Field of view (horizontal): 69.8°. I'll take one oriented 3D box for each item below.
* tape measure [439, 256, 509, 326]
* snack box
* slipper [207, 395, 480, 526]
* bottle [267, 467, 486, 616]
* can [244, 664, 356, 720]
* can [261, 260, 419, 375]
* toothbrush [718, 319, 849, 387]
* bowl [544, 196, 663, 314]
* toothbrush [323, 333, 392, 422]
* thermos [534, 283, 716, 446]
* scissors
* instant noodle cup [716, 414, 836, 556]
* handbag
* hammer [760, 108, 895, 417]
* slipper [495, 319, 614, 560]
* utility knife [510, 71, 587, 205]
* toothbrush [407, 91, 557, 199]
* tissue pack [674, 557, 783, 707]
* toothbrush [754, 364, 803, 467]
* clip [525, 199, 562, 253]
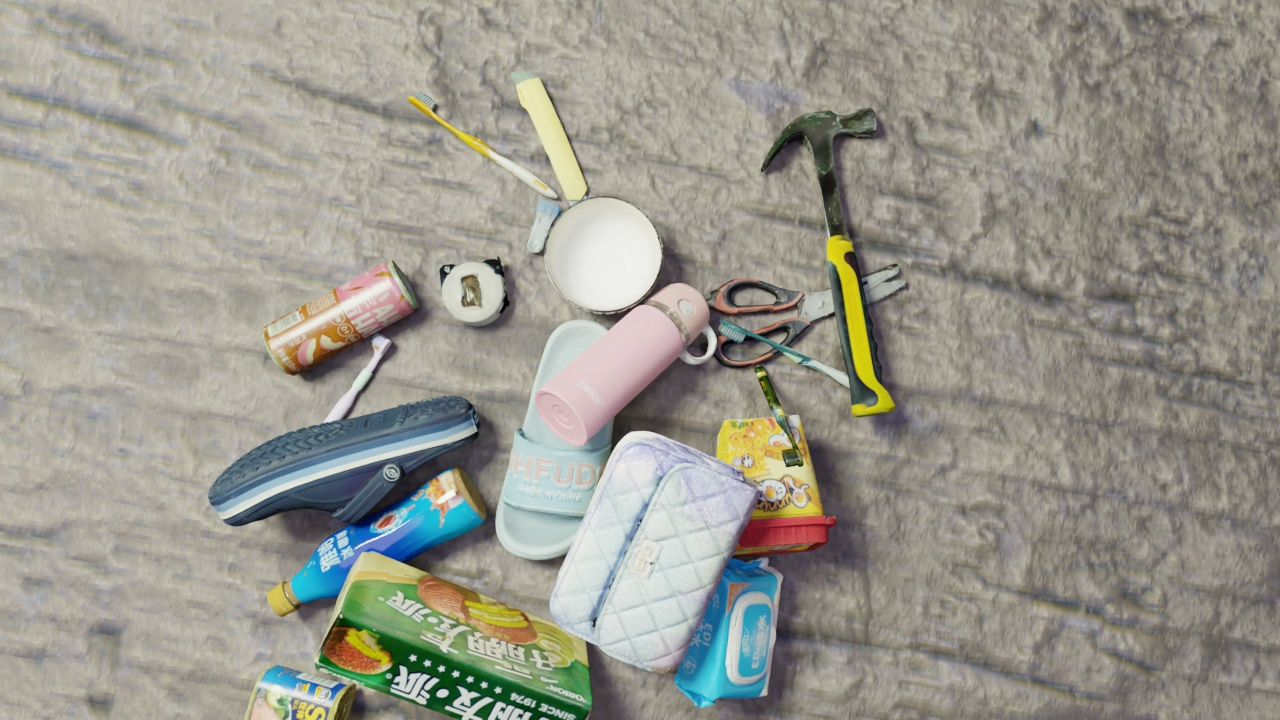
[{"bbox_3d":[-0.169,-0.069,0.939,0.066,0.033,0.066,-10,84,-1],"label":"tape measure"},{"bbox_3d":[-0.163,0.265,0.836,0.240,0.114,0.063,26,101,-12],"label":"snack box"},{"bbox_3d":[-0.275,0.105,0.884,0.252,0.105,0.095,-18,103,-15],"label":"slipper"},{"bbox_3d":[-0.259,0.183,0.896,0.218,0.065,0.065,-30,86,-4],"label":"bottle"},{"bbox_3d":[-0.332,0.353,0.883,0.083,0.057,0.102,15,84,2],"label":"can"},{"bbox_3d":[-0.300,-0.042,0.921,0.147,0.058,0.058,-29,86,-4],"label":"can"},{"bbox_3d":[0.165,0.002,0.939,0.191,0.016,0.018,24,99,-7],"label":"toothbrush"},{"bbox_3d":[-0.037,-0.102,0.928,0.116,0.066,0.116,0,86,-2],"label":"bowl"},{"bbox_3d":[-0.312,0.055,0.931,0.021,0.029,0.189,36,84,-36],"label":"toothbrush"},{"bbox_3d":[-0.005,0.005,0.885,0.198,0.067,0.087,-41,93,-33],"label":"thermos"},{"bbox_3d":[0.165,-0.065,0.956,0.197,0.015,0.205,32,84,2],"label":"scissors"},{"bbox_3d":[0.121,0.123,0.895,0.116,0.116,0.123,-4,73,-1],"label":"instant noodle cup"},{"bbox_3d":[0.009,0.169,0.809,0.134,0.075,0.194,23,98,-3],"label":"handbag"},{"bbox_3d":[0.203,-0.102,0.939,0.126,0.032,0.323,-7,80,-3],"label":"hammer"},{"bbox_3d":[-0.075,0.077,0.907,0.104,0.074,0.245,12,83,-1],"label":"slipper"},{"bbox_3d":[-0.086,-0.216,0.963,0.031,0.021,0.198,-23,84,0],"label":"utility knife"},{"bbox_3d":[-0.164,-0.226,0.964,0.191,0.016,0.018,34,76,3],"label":"toothbrush"},{"bbox_3d":[0.087,0.257,0.879,0.090,0.063,0.140,14,82,-43],"label":"tissue pack"},{"bbox_3d":[0.127,0.049,0.870,0.017,0.185,0.012,-13,116,2],"label":"toothbrush"},{"bbox_3d":[-0.103,-0.138,0.955,0.026,0.041,0.058,24,89,-2],"label":"clip"}]
